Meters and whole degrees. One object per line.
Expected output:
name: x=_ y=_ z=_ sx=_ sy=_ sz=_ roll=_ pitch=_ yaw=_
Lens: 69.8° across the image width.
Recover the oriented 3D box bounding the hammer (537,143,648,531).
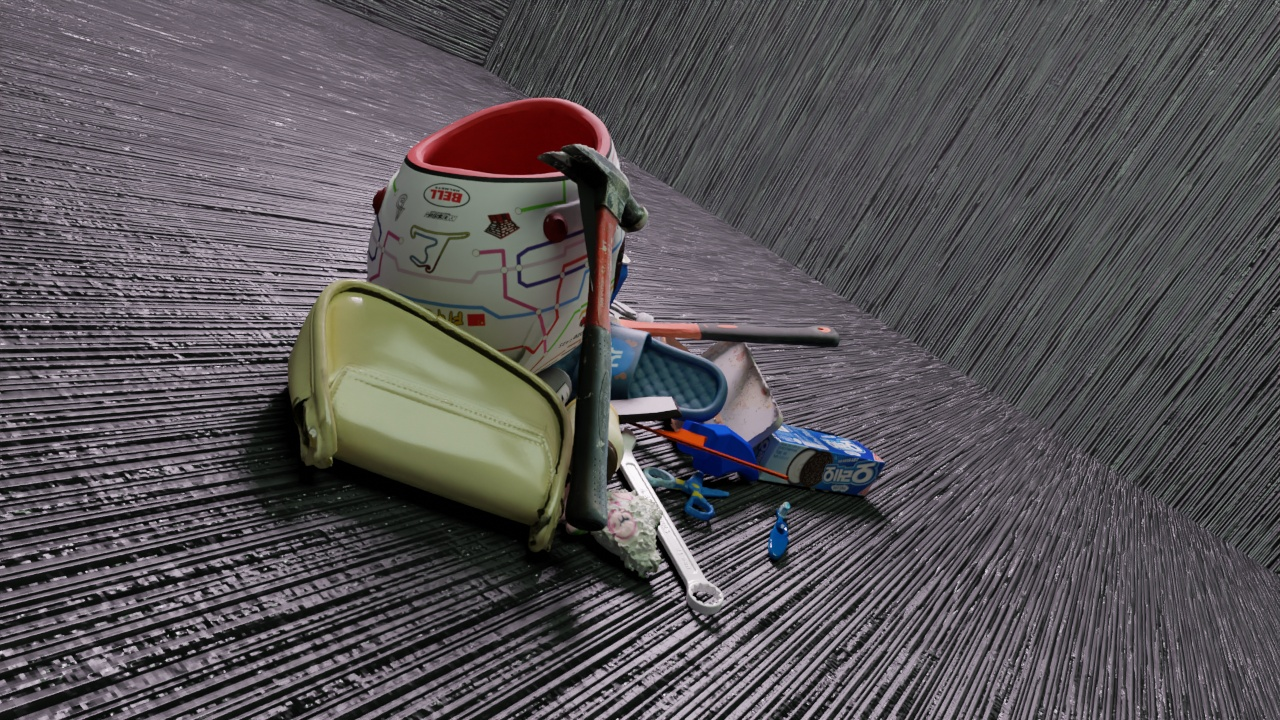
hammer: x=-0.040 y=-0.027 z=0.739 sx=0.140 sy=0.036 sz=0.325 roll=41 pitch=44 yaw=-52

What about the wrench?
wrench: x=0.010 y=0.133 z=0.841 sx=0.047 sy=0.009 sz=0.273 roll=0 pitch=29 yaw=-23

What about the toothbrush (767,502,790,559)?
toothbrush: x=0.145 y=0.175 z=0.950 sx=0.021 sy=0.016 sz=0.132 roll=29 pitch=16 yaw=5

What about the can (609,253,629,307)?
can: x=-0.076 y=-0.068 z=1.061 sx=0.079 sy=0.146 sz=0.078 roll=27 pitch=17 yaw=-9

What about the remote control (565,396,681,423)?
remote control: x=-0.022 y=0.052 z=0.940 sx=0.124 sy=0.010 sz=0.039 roll=-4 pitch=24 yaw=-8

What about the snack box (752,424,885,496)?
snack box: x=0.215 y=0.123 z=1.147 sx=0.226 sy=0.059 sz=0.059 roll=14 pitch=19 yaw=-42

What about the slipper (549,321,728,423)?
slipper: x=-0.006 y=0.006 z=1.000 sx=0.213 sy=0.059 sz=0.103 roll=14 pitch=62 yaw=-3

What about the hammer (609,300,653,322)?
hammer: x=-0.033 y=-0.018 z=1.195 sx=0.126 sy=0.036 sz=0.315 roll=23 pitch=19 yaw=-14

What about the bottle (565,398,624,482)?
bottle: x=-0.044 y=0.072 z=0.817 sx=0.056 sy=0.056 sz=0.162 roll=28 pitch=5 yaw=-7

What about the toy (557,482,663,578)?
toy: x=-0.030 y=0.129 z=0.760 sx=0.109 sy=0.041 sz=0.095 roll=20 pitch=20 yaw=-8

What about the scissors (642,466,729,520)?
scissors: x=0.045 y=0.127 z=0.937 sx=0.105 sy=0.019 sz=0.131 roll=33 pitch=13 yaw=6

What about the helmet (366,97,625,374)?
helmet: x=-0.134 y=-0.105 z=0.910 sx=0.231 sy=0.236 sz=0.313 roll=10 pitch=33 yaw=13

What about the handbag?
handbag: x=-0.163 y=0.048 z=0.716 sx=0.232 sy=0.089 sz=0.190 roll=24 pitch=33 yaw=-18

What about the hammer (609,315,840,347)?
hammer: x=0.087 y=-0.036 z=1.154 sx=0.333 sy=0.033 sz=0.133 roll=1 pitch=27 yaw=-9

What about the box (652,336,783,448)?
box: x=0.083 y=0.023 z=1.117 sx=0.105 sy=0.096 sz=0.216 roll=33 pitch=19 yaw=-25

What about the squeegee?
squeegee: x=0.083 y=0.096 z=0.977 sx=0.250 sy=0.055 sz=0.184 roll=17 pitch=-12 yaw=36

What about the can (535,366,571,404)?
can: x=-0.098 y=0.038 z=0.899 sx=0.044 sy=0.044 sz=0.106 roll=30 pitch=17 yaw=1
